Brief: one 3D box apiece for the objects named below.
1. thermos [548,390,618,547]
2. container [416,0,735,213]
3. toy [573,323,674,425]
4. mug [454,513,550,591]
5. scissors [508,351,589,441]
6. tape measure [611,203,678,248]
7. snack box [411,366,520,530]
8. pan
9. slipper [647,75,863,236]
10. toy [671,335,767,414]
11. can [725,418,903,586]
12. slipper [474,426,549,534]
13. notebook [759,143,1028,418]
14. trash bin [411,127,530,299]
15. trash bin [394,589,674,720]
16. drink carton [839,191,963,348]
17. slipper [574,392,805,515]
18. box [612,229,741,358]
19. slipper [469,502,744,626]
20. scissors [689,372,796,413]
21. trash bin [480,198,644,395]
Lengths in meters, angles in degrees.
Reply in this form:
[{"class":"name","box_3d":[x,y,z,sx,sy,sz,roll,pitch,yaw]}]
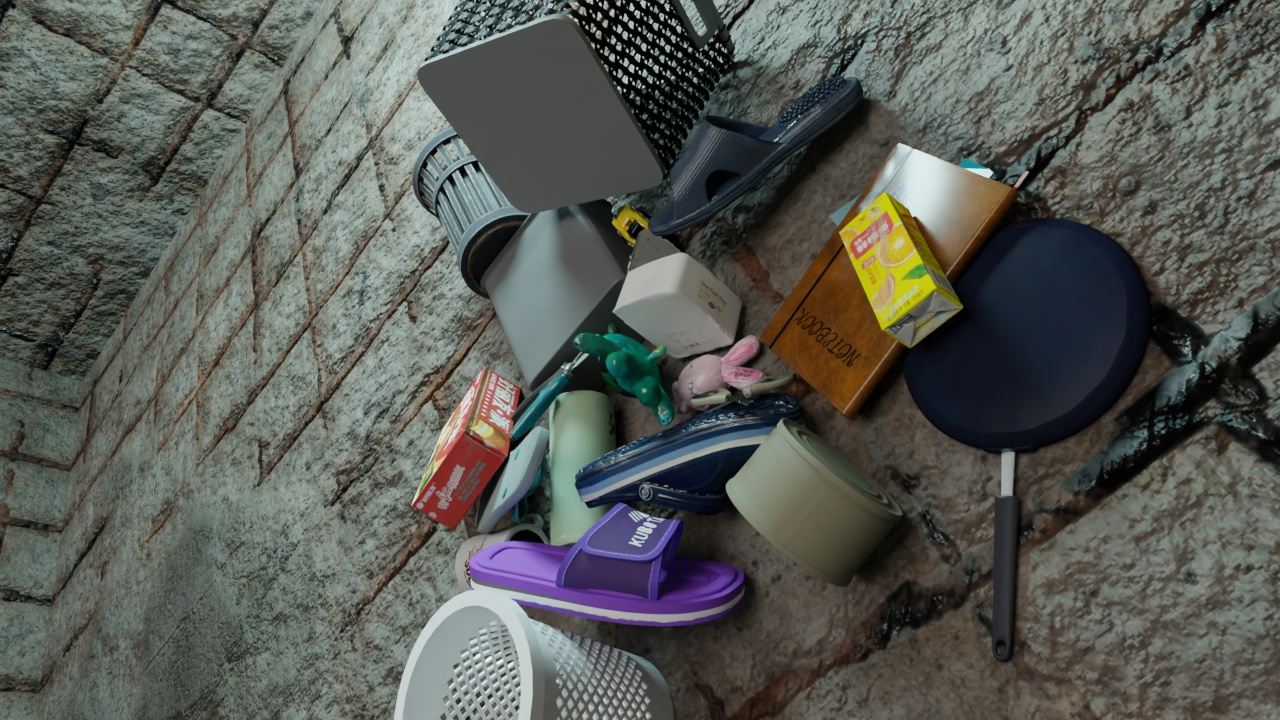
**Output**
[{"class":"thermos","box_3d":[-0.059,0.149,0.998,0.083,0.082,0.231,-29,51,35]},{"class":"container","box_3d":[-0.071,-0.346,1.057,0.246,0.247,0.243,-5,48,34]},{"class":"toy","box_3d":[-0.006,0.006,0.951,0.072,0.130,0.193,-45,7,2]},{"class":"mug","box_3d":[-0.153,0.224,1.075,0.090,0.073,0.105,-22,29,39]},{"class":"scissors","box_3d":[-0.105,0.035,1.038,0.125,0.019,0.156,-24,28,57]},{"class":"tape measure","box_3d":[0.008,-0.147,1.081,0.042,0.071,0.072,-53,34,10]},{"class":"snack box","box_3d":[-0.207,0.100,1.122,0.113,0.060,0.236,-54,13,13]},{"class":"pan","box_3d":[0.287,0.050,0.716,0.199,0.021,0.355,-9,65,45]},{"class":"slipper","box_3d":[0.104,-0.233,0.966,0.264,0.082,0.101,-34,19,13]},{"class":"toy","box_3d":[0.077,0.017,0.942,0.110,0.047,0.063,-24,45,22]},{"class":"can","box_3d":[0.143,0.114,0.756,0.073,0.127,0.128,-53,41,11]},{"class":"slipper","box_3d":[-0.134,0.144,1.014,0.269,0.054,0.098,-40,28,65]},{"class":"notebook","box_3d":[0.219,-0.089,0.849,0.249,0.014,0.178,-56,32,11]},{"class":"trash bin","box_3d":[-0.212,-0.203,1.289,0.164,0.164,0.227,-48,46,19]},{"class":"trash bin","box_3d":[-0.085,0.326,0.840,0.196,0.199,0.195,-24,54,38]},{"class":"drink carton","box_3d":[0.219,-0.081,0.787,0.059,0.043,0.134,-43,37,30]},{"class":"slipper","box_3d":[0.053,0.103,0.893,0.253,0.105,0.095,-21,89,28]},{"class":"box","box_3d":[0.041,-0.086,0.997,0.129,0.108,0.136,-15,46,46]},{"class":"slipper","box_3d":[-0.039,0.178,0.859,0.267,0.107,0.084,1,101,22]},{"class":"scissors","box_3d":[0.086,0.033,0.842,0.162,0.157,0.012,-11,95,53]},{"class":"trash bin","box_3d":[-0.086,-0.085,1.135,0.192,0.097,0.219,-49,44,19]}]
